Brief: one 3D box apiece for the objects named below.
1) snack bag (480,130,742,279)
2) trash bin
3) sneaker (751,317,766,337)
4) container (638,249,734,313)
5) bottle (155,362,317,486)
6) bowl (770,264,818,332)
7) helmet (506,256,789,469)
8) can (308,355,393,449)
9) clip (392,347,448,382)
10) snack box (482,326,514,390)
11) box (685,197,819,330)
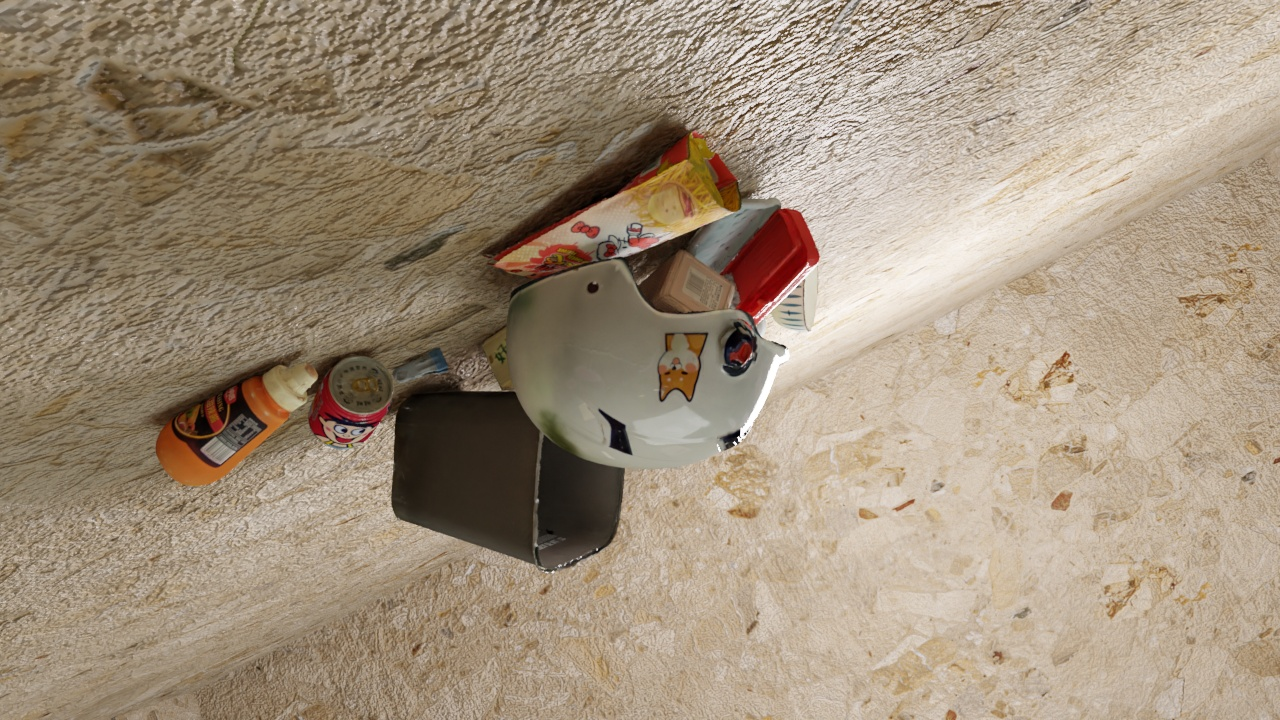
[{"bbox_3d":[-0.023,-0.118,0.789,0.208,0.073,0.128,-24,171,27],"label":"snack bag"},{"bbox_3d":[-0.155,0.124,1.074,0.220,0.198,0.198,4,-177,26],"label":"trash bin"},{"bbox_3d":[0.081,-0.029,1.338,0.090,0.089,0.243,-13,169,-34],"label":"sneaker"},{"bbox_3d":[0.037,-0.050,1.000,0.111,0.090,0.090,-40,-159,49],"label":"container"},{"bbox_3d":[-0.348,0.049,0.805,0.149,0.066,0.067,-34,168,3],"label":"bottle"},{"bbox_3d":[0.201,-0.098,1.247,0.066,0.116,0.116,3,178,20],"label":"bowl"},{"bbox_3d":[-0.004,0.025,0.857,0.274,0.156,0.231,23,164,-27],"label":"helmet"},{"bbox_3d":[-0.280,0.041,0.888,0.066,0.066,0.094,-18,165,-36],"label":"can"},{"bbox_3d":[-0.231,0.007,0.958,0.058,0.026,0.037,-20,175,-12],"label":"clip"},{"bbox_3d":[-0.070,-0.020,1.087,0.115,0.063,0.239,-32,167,24],"label":"snack box"},{"bbox_3d":[0.097,-0.091,1.019,0.100,0.094,0.202,-6,155,-29],"label":"box"}]
